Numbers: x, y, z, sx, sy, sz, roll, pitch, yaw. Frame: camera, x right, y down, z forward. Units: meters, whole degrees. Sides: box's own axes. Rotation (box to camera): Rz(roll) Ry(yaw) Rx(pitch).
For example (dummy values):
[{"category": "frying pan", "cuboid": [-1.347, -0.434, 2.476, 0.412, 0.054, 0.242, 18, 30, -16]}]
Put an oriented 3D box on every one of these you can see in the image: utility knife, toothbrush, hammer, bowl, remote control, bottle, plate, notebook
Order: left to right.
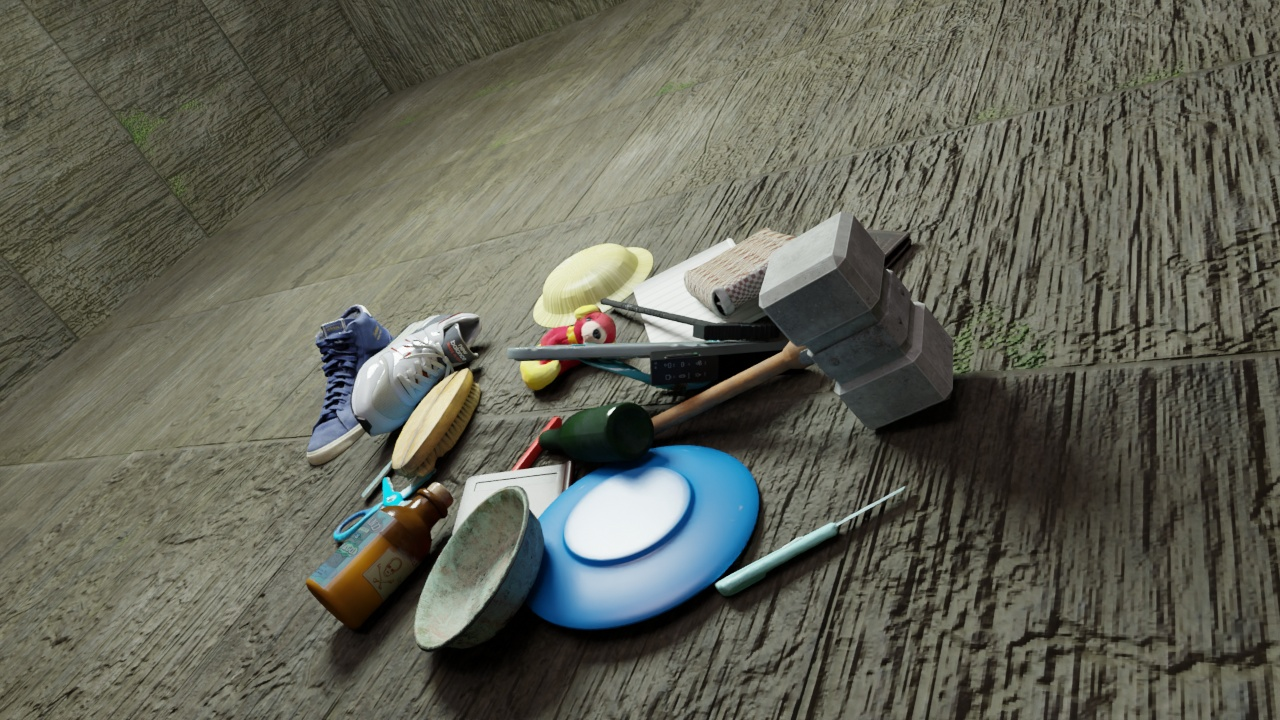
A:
[{"category": "bottle", "cuboid": [-0.249, 0.185, 0.910, 0.068, 0.068, 0.156, 7, 45, 47]}, {"category": "utility knife", "cuboid": [-0.278, 0.090, 1.137, 0.031, 0.015, 0.220, -25, 24, 45]}, {"category": "bowl", "cuboid": [-0.134, 0.186, 0.798, 0.158, 0.038, 0.157, -42, 25, 24]}, {"category": "toothbrush", "cuboid": [-0.145, 0.133, 0.957, 0.018, 0.012, 0.211, -1, 39, 40]}, {"category": "bottle", "cuboid": [-0.056, 0.076, 0.917, 0.055, 0.055, 0.175, -47, 18, -29]}, {"category": "plate", "cuboid": [-0.074, -0.117, 1.265, 0.184, 0.036, 0.184, -22, 30, 13]}, {"category": "plate", "cuboid": [-0.009, 0.138, 0.795, 0.224, 0.024, 0.224, -19, 27, 10]}, {"category": "hammer", "cuboid": [0.032, -0.052, 1.045, 0.094, 0.015, 0.325, -2, 9, -26]}, {"category": "notebook", "cuboid": [0.069, -0.075, 1.101, 0.143, 0.009, 0.209, -27, 29, 6]}, {"category": "remote control", "cuboid": [0.084, 0.002, 0.882, 0.150, 0.034, 0.013, -5, 43, -3]}, {"category": "hammer", "cuboid": [0.098, 0.017, 0.828, 0.319, 0.162, 0.082, -30, 24, 36]}, {"category": "utility knife", "cuboid": [0.132, 0.139, 0.704, 0.166, 0.015, 0.022, -28, -4, 0]}]

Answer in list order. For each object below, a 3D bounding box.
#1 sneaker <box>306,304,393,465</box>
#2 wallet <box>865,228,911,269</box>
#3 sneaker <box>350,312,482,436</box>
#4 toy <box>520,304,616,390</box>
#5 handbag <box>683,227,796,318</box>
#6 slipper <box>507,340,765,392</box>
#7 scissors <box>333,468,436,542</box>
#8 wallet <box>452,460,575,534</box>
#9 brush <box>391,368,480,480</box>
[{"category": "sneaker", "cuboid": [-0.411, 0.019, 1.261, 0.092, 0.118, 0.232, -9, 35, 31]}, {"category": "wallet", "cuboid": [0.221, -0.107, 0.998, 0.119, 0.031, 0.099, -41, 33, -25]}, {"category": "sneaker", "cuboid": [-0.282, 0.000, 1.209, 0.124, 0.089, 0.239, -20, 27, 22]}, {"category": "toy", "cuboid": [-0.087, -0.015, 1.101, 0.138, 0.067, 0.105, -31, 24, 23]}, {"category": "handbag", "cuboid": [0.118, -0.096, 1.009, 0.124, 0.047, 0.185, -29, 14, 0]}, {"category": "slipper", "cuboid": [-0.006, 0.005, 0.938, 0.269, 0.054, 0.098, 0, 0, 6]}, {"category": "scissors", "cuboid": [-0.285, 0.166, 1.029, 0.139, 0.011, 0.134, -33, 29, -9]}, {"category": "wallet", "cuboid": [-0.123, 0.141, 0.906, 0.116, 0.018, 0.091, -12, 35, 11]}, {"category": "brush", "cuboid": [-0.242, 0.075, 1.096, 0.059, 0.043, 0.194, -15, 29, 24]}]
